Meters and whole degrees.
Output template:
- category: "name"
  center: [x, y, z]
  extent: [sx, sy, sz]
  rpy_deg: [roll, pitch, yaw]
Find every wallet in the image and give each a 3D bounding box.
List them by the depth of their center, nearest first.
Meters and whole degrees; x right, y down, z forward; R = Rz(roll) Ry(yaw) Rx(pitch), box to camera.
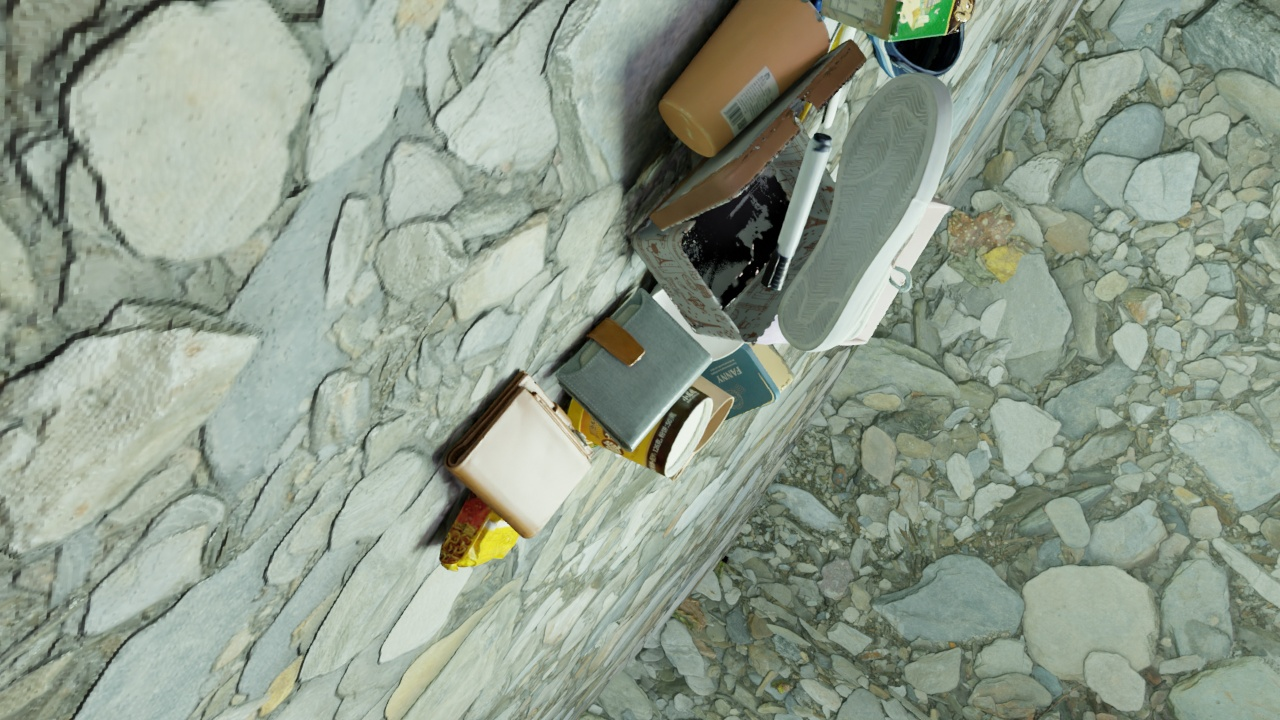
- category: "wallet"
  center: [-0.101, 0.086, 0.810]
  extent: [0.107, 0.031, 0.132]
  rpy_deg: [-51, 138, -15]
- category: "wallet"
  center: [-0.005, 0.005, 0.872]
  extent: [0.129, 0.106, 0.037]
  rpy_deg: [-46, -176, -26]

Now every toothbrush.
- category: "toothbrush"
  center: [0.190, -0.302, 0.953]
  extent: [0.018, 0.016, 0.192]
  rpy_deg: [-21, 145, -48]
- category: "toothbrush"
  center: [0.226, -0.318, 1.018]
  extent: [0.016, 0.016, 0.180]
  rpy_deg: [-46, 162, -21]

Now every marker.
- category: "marker"
  center: [0.119, -0.112, 0.707]
  extent: [0.022, 0.018, 0.131]
  rpy_deg: [-20, 136, -39]

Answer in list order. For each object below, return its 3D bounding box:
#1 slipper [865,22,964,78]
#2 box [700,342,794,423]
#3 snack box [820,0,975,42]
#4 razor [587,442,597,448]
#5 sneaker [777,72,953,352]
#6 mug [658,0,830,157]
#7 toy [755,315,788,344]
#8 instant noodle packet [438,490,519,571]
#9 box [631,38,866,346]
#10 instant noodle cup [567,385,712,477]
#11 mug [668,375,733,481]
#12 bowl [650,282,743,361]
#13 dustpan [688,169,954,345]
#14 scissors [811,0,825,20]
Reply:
- category: "slipper"
  center: [0.325, -0.376, 1.046]
  extent: [0.105, 0.095, 0.252]
  rpy_deg: [-56, 161, 16]
- category: "box"
  center: [0.112, 0.026, 1.160]
  extent: [0.059, 0.090, 0.185]
  rpy_deg: [-40, -174, -39]
- category: "snack box"
  center: [0.220, -0.339, 0.792]
  extent: [0.105, 0.117, 0.118]
  rpy_deg: [-29, 139, -29]
- category: "razor"
  center: [-0.082, 0.114, 1.027]
  extent: [0.142, 0.022, 0.043]
  rpy_deg: [-45, 160, -28]
- category: "sneaker"
  center: [0.201, -0.113, 0.758]
  extent: [0.090, 0.089, 0.243]
  rpy_deg: [-6, 129, -40]
- category: "mug"
  center: [0.075, -0.218, 0.697]
  extent: [0.122, 0.078, 0.078]
  rpy_deg: [-49, 164, -4]
- category: "toy"
  center: [0.164, -0.047, 1.036]
  extent: [0.108, 0.039, 0.084]
  rpy_deg: [0, 125, -15]
- category: "instant noodle packet"
  center: [-0.140, 0.151, 0.897]
  extent: [0.111, 0.044, 0.128]
  rpy_deg: [-56, 167, 1]
- category: "box"
  center: [0.116, -0.124, 0.784]
  extent: [0.179, 0.156, 0.227]
  rpy_deg: [-48, -166, -21]
- category: "instant noodle cup"
  center: [0.003, 0.053, 0.944]
  extent: [0.118, 0.114, 0.119]
  rpy_deg: [-51, 159, -28]
- category: "mug"
  center: [0.036, 0.066, 1.110]
  extent: [0.124, 0.103, 0.084]
  rpy_deg: [-54, 164, 1]
- category: "bowl"
  center: [0.056, -0.060, 0.955]
  extent: [0.064, 0.118, 0.119]
  rpy_deg: [-92, -163, -46]
- category: "dustpan"
  center: [0.182, -0.091, 1.030]
  extent: [0.138, 0.273, 0.223]
  rpy_deg: [-74, -179, -48]
- category: "scissors"
  center: [0.175, -0.340, 0.838]
  extent: [0.171, 0.012, 0.140]
  rpy_deg: [-60, 163, 13]
